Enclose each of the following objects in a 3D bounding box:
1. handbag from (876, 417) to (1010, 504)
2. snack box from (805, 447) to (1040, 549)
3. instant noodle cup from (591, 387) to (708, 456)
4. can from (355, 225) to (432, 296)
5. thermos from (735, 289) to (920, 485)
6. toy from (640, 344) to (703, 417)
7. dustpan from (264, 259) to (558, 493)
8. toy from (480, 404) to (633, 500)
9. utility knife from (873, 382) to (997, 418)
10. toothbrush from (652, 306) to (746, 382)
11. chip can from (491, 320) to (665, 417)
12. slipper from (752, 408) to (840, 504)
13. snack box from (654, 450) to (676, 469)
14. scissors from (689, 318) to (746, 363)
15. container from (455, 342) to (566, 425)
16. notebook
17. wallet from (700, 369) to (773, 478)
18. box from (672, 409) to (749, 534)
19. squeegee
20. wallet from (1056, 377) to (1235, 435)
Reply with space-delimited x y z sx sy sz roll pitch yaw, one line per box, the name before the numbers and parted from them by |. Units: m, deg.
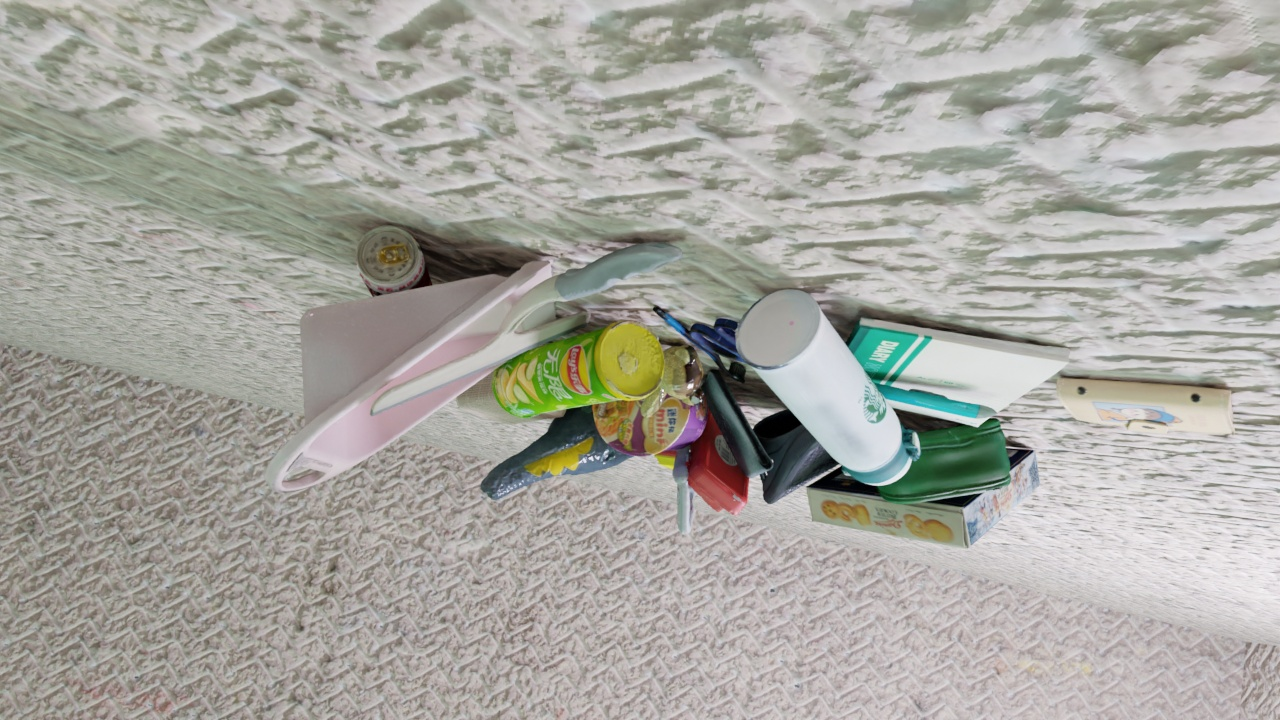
handbag | 0.287 0.093 0.907 0.131 0.068 0.120 -10 -176 -2
snack box | 0.303 0.135 0.988 0.178 0.046 0.182 2 -164 45
instant noodle cup | 0.019 0.052 0.999 0.112 0.111 0.099 7 176 26
can | -0.210 -0.072 0.793 0.053 0.053 0.133 15 168 -5
thermos | 0.158 0.032 0.730 0.073 0.073 0.224 3 152 39
toy | -0.005 0.005 0.924 0.157 0.066 0.105 9 125 35
dustpan | -0.189 0.026 0.806 0.273 0.138 0.223 -9 170 -3
toy | -0.047 0.085 1.111 0.138 0.091 0.355 -31 175 29
utility knife | 0.216 0.027 0.776 0.161 0.013 0.029 13 163 15
toothbrush | 0.059 -0.015 0.864 0.014 0.016 0.189 16 168 36
chip can | -0.068 0.013 0.888 0.072 0.072 0.222 21 161 -31
slipper | 0.180 0.080 1.000 0.110 0.083 0.268 -26 161 -12
snack box | 0.076 0.113 1.240 0.082 0.080 0.091 4 164 40
scissors | 0.115 0.007 0.836 0.128 0.012 0.173 10 158 36
container | -0.139 0.021 1.052 0.089 0.090 0.111 23 161 -36
notebook | 0.236 0.013 0.757 0.150 0.012 0.209 11 164 6
wallet | 0.102 0.070 0.995 0.019 0.121 0.097 -28 170 -9
box | 0.069 0.128 1.082 0.094 0.092 0.201 40 -160 -7
squeegee | -0.059 -0.048 0.702 0.245 0.039 0.247 -26 -179 -45
wallet | 0.392 0.037 0.712 0.115 0.024 0.087 3 159 36
